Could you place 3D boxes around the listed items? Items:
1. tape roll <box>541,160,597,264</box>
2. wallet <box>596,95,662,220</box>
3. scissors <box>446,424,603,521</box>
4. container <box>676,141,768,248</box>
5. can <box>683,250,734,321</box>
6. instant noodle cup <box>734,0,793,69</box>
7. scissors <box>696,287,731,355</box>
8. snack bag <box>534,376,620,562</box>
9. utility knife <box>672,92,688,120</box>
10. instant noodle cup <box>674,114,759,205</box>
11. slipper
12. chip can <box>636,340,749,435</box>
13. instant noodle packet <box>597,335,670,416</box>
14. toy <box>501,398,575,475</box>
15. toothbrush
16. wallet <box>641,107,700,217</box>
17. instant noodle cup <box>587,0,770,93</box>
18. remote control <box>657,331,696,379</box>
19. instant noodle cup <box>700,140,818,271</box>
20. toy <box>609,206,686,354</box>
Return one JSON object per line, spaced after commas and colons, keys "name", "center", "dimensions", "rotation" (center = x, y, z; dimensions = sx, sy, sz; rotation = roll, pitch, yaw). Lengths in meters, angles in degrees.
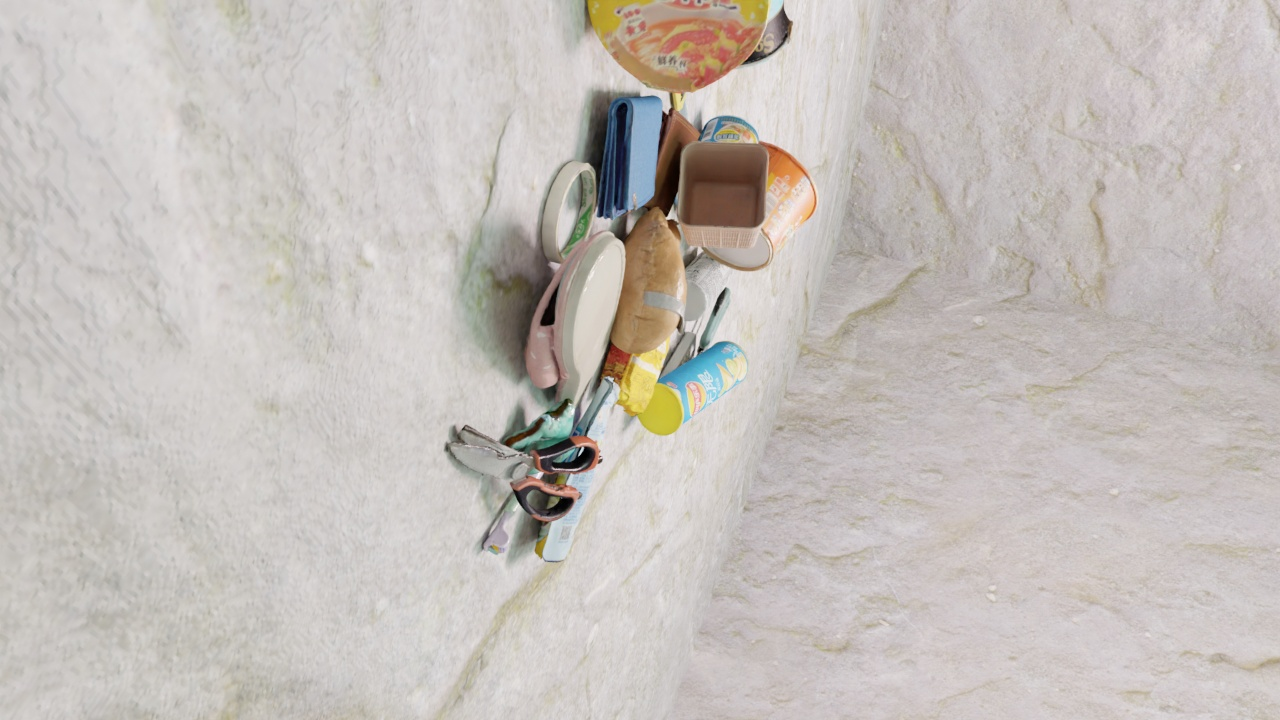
{"name": "tape roll", "center": [-0.058, -0.123, 0.767], "dimensions": [0.085, 0.014, 0.086], "rotation": [17, 89, -76]}
{"name": "wallet", "center": [-0.008, -0.185, 0.831], "dimensions": [0.132, 0.040, 0.106], "rotation": [-53, 151, -69]}
{"name": "scissors", "center": [-0.090, 0.082, 0.777], "dimensions": [0.192, 0.015, 0.207], "rotation": [-31, 145, -33]}
{"name": "container", "center": [0.088, -0.171, 0.980], "dimensions": [0.111, 0.090, 0.090], "rotation": [54, 40, -82]}
{"name": "can", "center": [0.082, -0.105, 1.234], "dimensions": [0.146, 0.058, 0.058], "rotation": [-51, 153, -57]}
{"name": "instant noodle cup", "center": [0.092, -0.368, 0.896], "dimensions": [0.120, 0.111, 0.111], "rotation": [74, 35, -52]}
{"name": "scissors", "center": [0.109, -0.056, 1.369], "dimensions": [0.169, 0.019, 0.180], "rotation": [-61, 173, -32]}
{"name": "snack bag", "center": [-0.061, 0.106, 0.936], "dimensions": [0.110, 0.039, 0.191], "rotation": [-4, 113, -80]}
{"name": "utility knife", "center": [0.039, -0.293, 0.956], "dimensions": [0.030, 0.022, 0.220], "rotation": [-62, 167, -20]}
{"name": "instant noodle cup", "center": [0.098, -0.232, 1.102], "dimensions": [0.099, 0.099, 0.109], "rotation": [80, 22, -61]}
{"name": "slipper", "center": [-0.060, -0.030, 0.778], "dimensions": [0.275, 0.054, 0.114], "rotation": [101, 13, -71]}
{"name": "chip can", "center": [0.075, 0.033, 1.255], "dimensions": [0.209, 0.071, 0.071], "rotation": [-30, 136, -54]}
{"name": "instant noodle packet", "center": [-0.006, 0.006, 1.052], "dimensions": [0.110, 0.044, 0.128], "rotation": [-67, 163, -4]}
{"name": "toy", "center": [-0.088, 0.071, 0.824], "dimensions": [0.096, 0.030, 0.092], "rotation": [-25, 150, -38]}
{"name": "toothbrush", "center": [-0.097, 0.108, 0.872], "dimensions": [0.021, 0.029, 0.188], "rotation": [55, 40, -23]}
{"name": "wallet", "center": [0.024, -0.204, 0.960], "dimensions": [0.124, 0.032, 0.101], "rotation": [-9, 118, -74]}
{"name": "instant noodle cup", "center": [0.037, -0.297, 0.715], "dimensions": [0.109, 0.138, 0.138], "rotation": [-70, 168, -50]}
{"name": "remote control", "center": [0.050, 0.019, 1.328], "dimensions": [0.149, 0.021, 0.058], "rotation": [-58, 159, -48]}
{"name": "instant noodle cup", "center": [0.141, -0.196, 1.201], "dimensions": [0.111, 0.151, 0.151], "rotation": [-57, 160, -26]}
{"name": "toy", "center": [0.010, -0.083, 0.933], "dimensions": [0.225, 0.082, 0.143], "rotation": [-80, -174, -72]}
